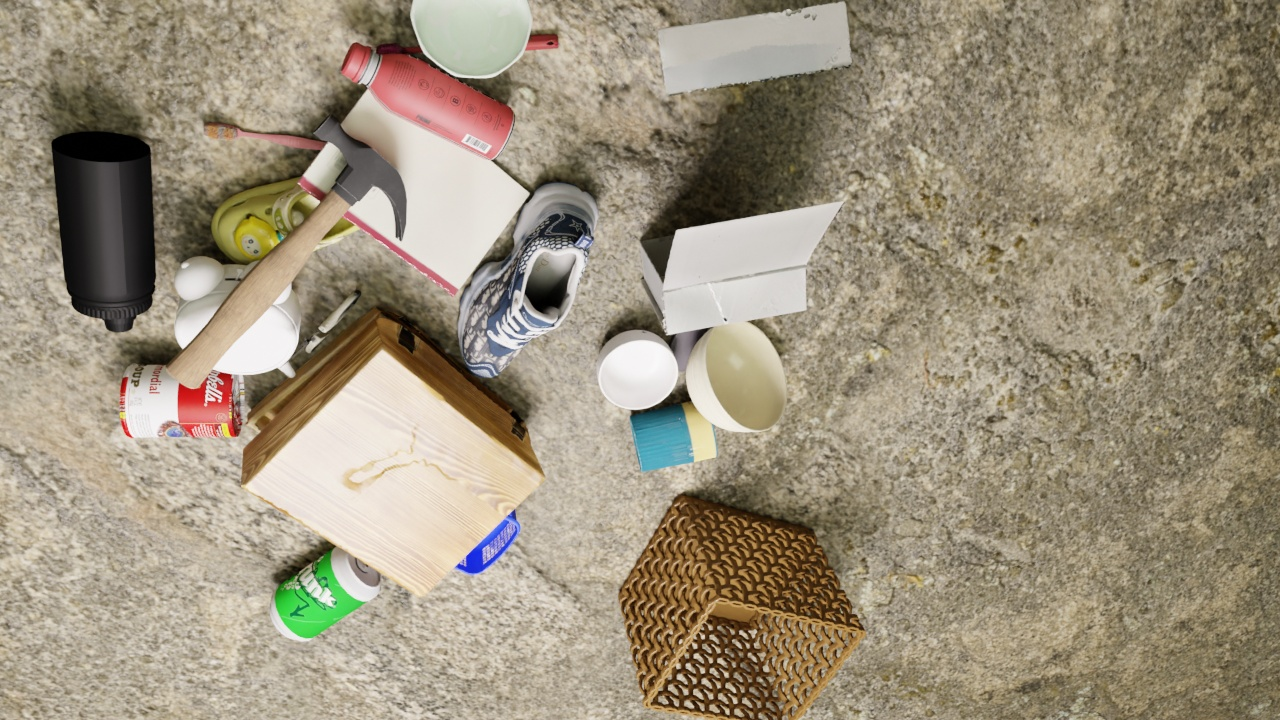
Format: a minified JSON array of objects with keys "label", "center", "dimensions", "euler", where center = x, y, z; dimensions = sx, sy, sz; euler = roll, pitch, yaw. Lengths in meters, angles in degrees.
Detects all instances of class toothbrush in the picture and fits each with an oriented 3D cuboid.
[{"label":"toothbrush","center":[-0.180,-0.328,0.962],"dimensions":[0.189,0.016,0.016],"euler":[-6,122,-9]},{"label":"toothbrush","center":[-0.368,-0.233,0.981],"dimensions":[0.184,0.015,0.015],"euler":[4,114,-17]}]

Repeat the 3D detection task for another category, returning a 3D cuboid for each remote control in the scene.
[{"label":"remote control","center":[0.067,-0.039,1.202],"dimensions":[0.046,0.009,0.125],"euler":[11,118,-19]}]

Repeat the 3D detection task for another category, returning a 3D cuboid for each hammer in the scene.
[{"label":"hammer","center":[-0.366,-0.094,0.944],"dimensions":[0.132,0.040,0.305],"euler":[42,85,-27]}]

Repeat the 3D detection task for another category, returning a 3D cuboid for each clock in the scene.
[{"label":"clock","center":[-0.444,-0.051,1.017],"dimensions":[0.125,0.072,0.161],"euler":[2,137,-14]}]

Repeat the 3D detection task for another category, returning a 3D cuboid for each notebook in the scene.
[{"label":"notebook","center":[-0.242,-0.189,1.005],"dimensions":[0.208,0.012,0.153],"euler":[38,86,-31]}]

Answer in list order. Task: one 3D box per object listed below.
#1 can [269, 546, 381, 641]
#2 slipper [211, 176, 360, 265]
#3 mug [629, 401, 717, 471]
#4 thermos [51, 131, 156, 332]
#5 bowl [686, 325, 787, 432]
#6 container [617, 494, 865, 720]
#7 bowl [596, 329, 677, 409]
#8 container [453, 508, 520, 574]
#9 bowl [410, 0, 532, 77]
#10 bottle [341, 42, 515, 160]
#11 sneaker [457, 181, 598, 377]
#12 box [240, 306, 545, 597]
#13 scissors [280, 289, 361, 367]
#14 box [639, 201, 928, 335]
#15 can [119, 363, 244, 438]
[{"label":"can","center":[-0.435,0.320,1.268],"dimensions":[0.140,0.087,0.088],"euler":[-34,122,9]},{"label":"slipper","center":[-0.368,-0.148,0.996],"dimensions":[0.190,0.081,0.092],"euler":[-22,126,-2]},{"label":"mug","center":[0.045,0.111,1.256],"dimensions":[0.107,0.083,0.114],"euler":[-14,151,-4]},{"label":"thermos","center":[-0.557,-0.129,0.961],"dimensions":[0.086,0.086,0.199],"euler":[5,120,-16]},{"label":"bowl","center":[0.113,0.027,1.192],"dimensions":[0.150,0.150,0.076],"euler":[32,145,-28]},{"label":"container","center":[0.137,0.370,1.352],"dimensions":[0.251,0.214,0.220],"euler":[18,116,-22]},{"label":"bowl","center":[-0.007,0.007,1.189],"dimensions":[0.105,0.054,0.105],"euler":[-6,120,-10]},{"label":"container","center":[-0.231,0.232,1.276],"dimensions":[0.096,0.058,0.114],"euler":[33,110,-28]},{"label":"bowl","center":[-0.169,-0.339,0.922],"dimensions":[0.117,0.061,0.117],"euler":[-2,99,-11]},{"label":"bottle","center":[-0.220,-0.272,0.951],"dimensions":[0.176,0.062,0.062],"euler":[22,114,-30]},{"label":"sneaker","center":[-0.131,-0.068,1.064],"dimensions":[0.103,0.132,0.270],"euler":[22,119,-26]},{"label":"box","center":[-0.299,0.107,1.134],"dimensions":[0.245,0.168,0.279],"euler":[-42,121,6]},{"label":"scissors","center":[-0.366,-0.026,1.037],"dimensions":[0.012,0.162,0.155],"euler":[40,142,-12]},{"label":"box","center":[0.110,-0.089,0.928],"dimensions":[0.166,0.478,0.119],"euler":[-11,96,-7]},{"label":"can","center":[-0.534,0.048,1.076],"dimensions":[0.116,0.086,0.087],"euler":[1,121,-14]}]
